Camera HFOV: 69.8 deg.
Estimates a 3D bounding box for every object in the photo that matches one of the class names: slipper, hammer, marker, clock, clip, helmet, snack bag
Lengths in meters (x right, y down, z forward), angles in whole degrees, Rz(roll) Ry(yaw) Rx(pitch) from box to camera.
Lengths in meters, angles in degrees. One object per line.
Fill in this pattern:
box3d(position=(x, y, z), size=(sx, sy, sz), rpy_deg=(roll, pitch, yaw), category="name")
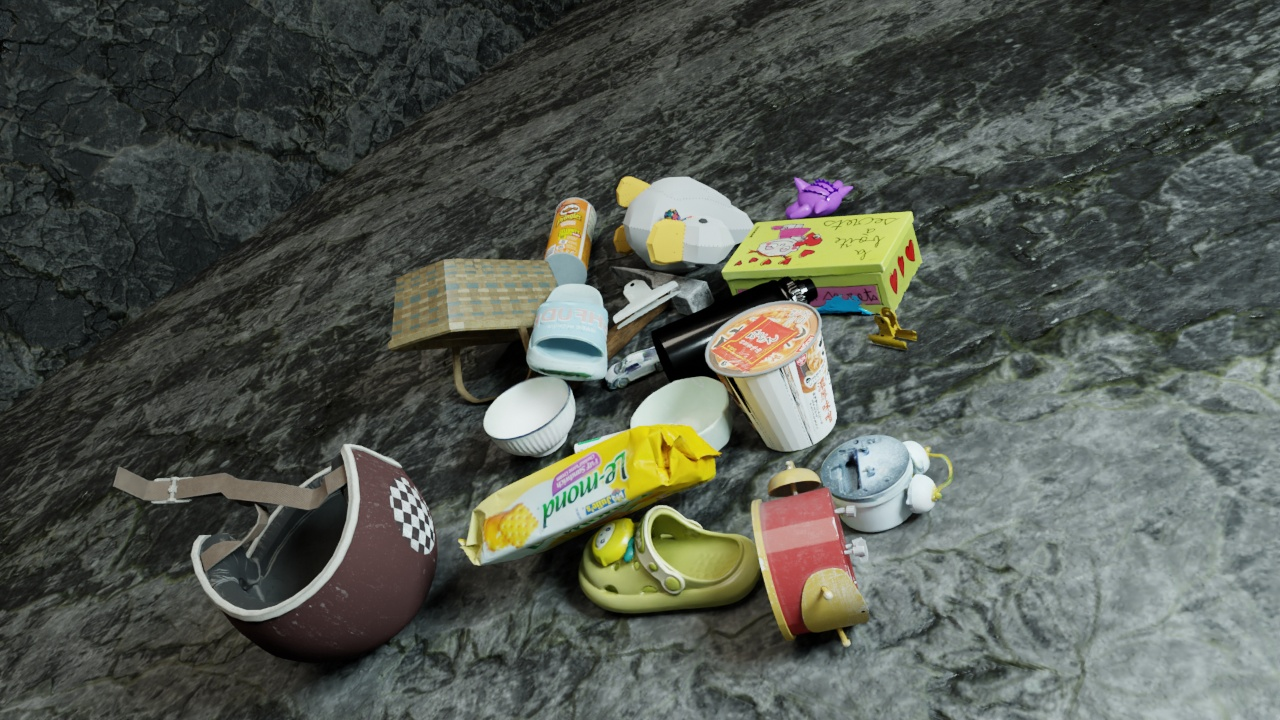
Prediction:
box3d(position=(-0.092, -0.051, 1.214), size=(0.104, 0.074, 0.245), rpy_deg=(4, 30, -2), category="slipper")
box3d(position=(-0.067, -0.029, 1.298), size=(0.299, 0.037, 0.218), rpy_deg=(-42, 33, -22), category="hammer")
box3d(position=(-0.010, 0.089, 1.091), size=(0.146, 0.017, 0.017), rpy_deg=(-17, 32, 18), category="marker")
box3d(position=(0.147, 0.153, 0.771), size=(0.081, 0.117, 0.158), rpy_deg=(-16, 39, 12), category="clock")
box3d(position=(-0.001, -0.090, 1.264), size=(0.101, 0.046, 0.056), rpy_deg=(-31, 43, -5), category="clip")
box3d(position=(-0.342, 0.193, 0.955), size=(0.233, 0.253, 0.233), rpy_deg=(-32, 55, 1), category="helmet")
box3d(position=(0.224, 0.109, 0.838), size=(0.118, 0.057, 0.083), rpy_deg=(-16, 31, 19), category="clock")
box3d(position=(0.018, 0.184, 0.864), size=(0.191, 0.082, 0.091), rpy_deg=(-5, 39, 28), category="slipper")
box3d(position=(-0.043, 0.127, 0.907), size=(0.248, 0.068, 0.159), rpy_deg=(-26, -14, 17), category="snack bag")
box3d(position=(0.277, -0.034, 1.029), size=(0.054, 0.049, 0.044), rpy_deg=(19, 88, 50), category="clip")

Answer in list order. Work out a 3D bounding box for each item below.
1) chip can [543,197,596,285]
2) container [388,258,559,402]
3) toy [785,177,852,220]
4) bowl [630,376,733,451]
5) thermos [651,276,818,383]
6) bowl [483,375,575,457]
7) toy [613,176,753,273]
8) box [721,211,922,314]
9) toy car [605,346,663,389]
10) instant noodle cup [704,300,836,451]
box3d(position=(-0.120, -0.198, 1.558), size=(0.075, 0.075, 0.214), rpy_deg=(-19, 31, 14), category="chip can")
box3d(position=(-0.217, -0.038, 1.299), size=(0.158, 0.186, 0.249), rpy_deg=(-13, -4, 37), category="container")
box3d(position=(0.259, -0.238, 1.341), size=(0.106, 0.056, 0.088), rpy_deg=(-36, 30, -15), category="toy")
box3d(position=(0.053, 0.077, 1.017), size=(0.117, 0.061, 0.117), rpy_deg=(-20, 32, 12), category="bowl")
box3d(position=(0.121, -0.035, 1.100), size=(0.198, 0.086, 0.086), rpy_deg=(-24, 30, -6), category="thermos")
box3d(position=(-0.131, 0.080, 1.153), size=(0.118, 0.062, 0.118), rpy_deg=(-17, 33, 12), category="bowl")
box3d(position=(0.063, -0.190, 1.326), size=(0.246, 0.141, 0.268), rpy_deg=(-8, 21, -33), category="toy")
box3d(position=(0.230, -0.121, 1.163), size=(0.221, 0.082, 0.124), rpy_deg=(1, 40, 41), category="box")
box3d(position=(-0.007, 0.007, 1.204), size=(0.090, 0.027, 0.038), rpy_deg=(-24, 32, 5), category="toy car")
box3d(position=(0.147, 0.023, 0.965), size=(0.124, 0.122, 0.123), rpy_deg=(-20, 31, 12), category="instant noodle cup")
